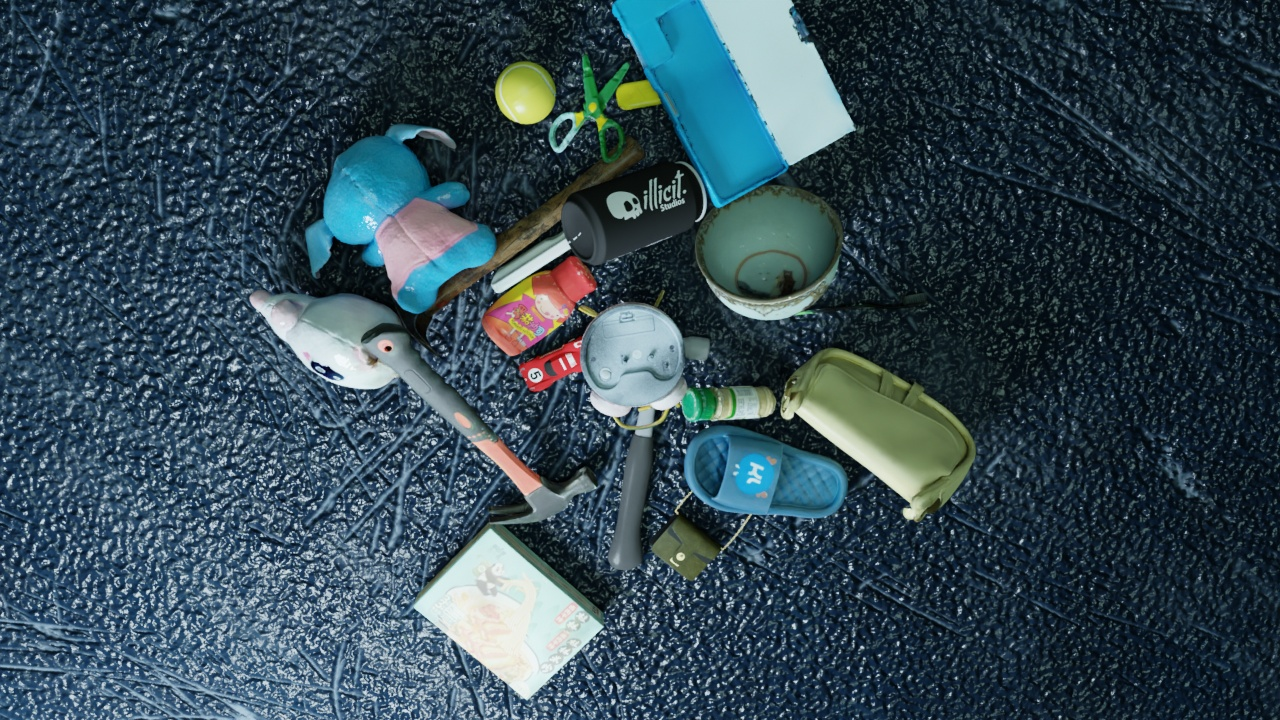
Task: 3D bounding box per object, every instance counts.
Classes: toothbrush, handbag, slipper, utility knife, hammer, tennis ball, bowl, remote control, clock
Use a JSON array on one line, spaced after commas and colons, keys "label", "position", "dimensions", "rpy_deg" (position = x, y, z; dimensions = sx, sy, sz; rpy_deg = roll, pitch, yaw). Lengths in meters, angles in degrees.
[{"label": "toothbrush", "position": [0.248, -0.065, 1.087], "dimensions": [0.188, 0.014, 0.017], "rpy_deg": [-5, 91, 0]}, {"label": "handbag", "position": [0.270, 0.075, 1.046], "dimensions": [0.233, 0.190, 0.089], "rpy_deg": [38, 117, 3]}, {"label": "slipper", "position": [0.153, 0.145, 1.107], "dimensions": [0.213, 0.059, 0.104], "rpy_deg": [15, 97, -12]}, {"label": "utility knife", "position": [0.059, -0.305, 1.018], "dimensions": [0.174, 0.020, 0.029], "rpy_deg": [-9, 101, 1]}, {"label": "hammer", "position": [-0.130, -0.136, 1.024], "dimensions": [0.330, 0.120, 0.033], "rpy_deg": [-37, 142, 1]}, {"label": "tennis ball", "position": [-0.124, -0.290, 0.993], "dimensions": [0.065, 0.065, 0.065], "rpy_deg": [0, 104, -2]}, {"label": "bowl", "position": [0.145, -0.105, 1.022], "dimensions": [0.160, 0.159, 0.094], "rpy_deg": [-16, 147, 2]}, {"label": "remote control", "position": [-0.112, -0.122, 1.043], "dimensions": [0.133, 0.050, 0.022], "rpy_deg": [-32, 104, 6]}, {"label": "hammer", "position": [-0.190, 0.076, 1.040], "dimensions": [0.133, 0.033, 0.333], "rpy_deg": [-30, 125, 10]}, {"label": "handbag", "position": [0.095, 0.188, 1.141], "dimensions": [0.084, 0.027, 0.178], "rpy_deg": [40, 96, -11]}, {"label": "hammer", "position": [-0.003, 0.111, 1.116], "dimensions": [0.125, 0.029, 0.311], "rpy_deg": [8, 104, -4]}, {"label": "clock", "position": [-0.006, 0.006, 1.042], "dimensions": [0.117, 0.058, 0.158], "rpy_deg": [-10, 105, 1]}]

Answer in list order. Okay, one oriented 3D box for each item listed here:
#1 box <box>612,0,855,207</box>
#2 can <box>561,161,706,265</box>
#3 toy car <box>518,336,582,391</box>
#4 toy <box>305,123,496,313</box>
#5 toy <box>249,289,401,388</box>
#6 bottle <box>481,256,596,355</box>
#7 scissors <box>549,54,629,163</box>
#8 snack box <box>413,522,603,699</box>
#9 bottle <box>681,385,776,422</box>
[{"label": "box", "position": [0.099, -0.311, 0.981], "dimensions": [0.176, 0.059, 0.243], "rpy_deg": [-26, 97, 19]}, {"label": "can", "position": [-0.007, -0.162, 0.994], "dimensions": [0.145, 0.080, 0.080], "rpy_deg": [-25, 105, -26]}, {"label": "toy car", "position": [-0.098, 0.005, 1.088], "dimensions": [0.089, 0.025, 0.038], "rpy_deg": [-25, 103, 4]}, {"label": "toy", "position": [-0.269, -0.145, 0.997], "dimensions": [0.224, 0.099, 0.191], "rpy_deg": [-42, 83, 8]}, {"label": "toy", "position": [-0.349, -0.033, 1.024], "dimensions": [0.179, 0.139, 0.101], "rpy_deg": [21, 82, 4]}, {"label": "bottle", "position": [-0.114, -0.065, 1.054], "dimensions": [0.134, 0.048, 0.071], "rpy_deg": [-37, 136, 6]}, {"label": "scissors", "position": [-0.058, -0.276, 1.015], "dimensions": [0.123, 0.011, 0.127], "rpy_deg": [-13, 85, 20]}, {"label": "snack box", "position": [-0.163, 0.313, 1.153], "dimensions": [0.193, 0.044, 0.141], "rpy_deg": [44, 97, -10]}, {"label": "bottle", "position": [0.105, 0.049, 1.083], "dimensions": [0.109, 0.043, 0.043], "rpy_deg": [-1, 105, -23]}]
